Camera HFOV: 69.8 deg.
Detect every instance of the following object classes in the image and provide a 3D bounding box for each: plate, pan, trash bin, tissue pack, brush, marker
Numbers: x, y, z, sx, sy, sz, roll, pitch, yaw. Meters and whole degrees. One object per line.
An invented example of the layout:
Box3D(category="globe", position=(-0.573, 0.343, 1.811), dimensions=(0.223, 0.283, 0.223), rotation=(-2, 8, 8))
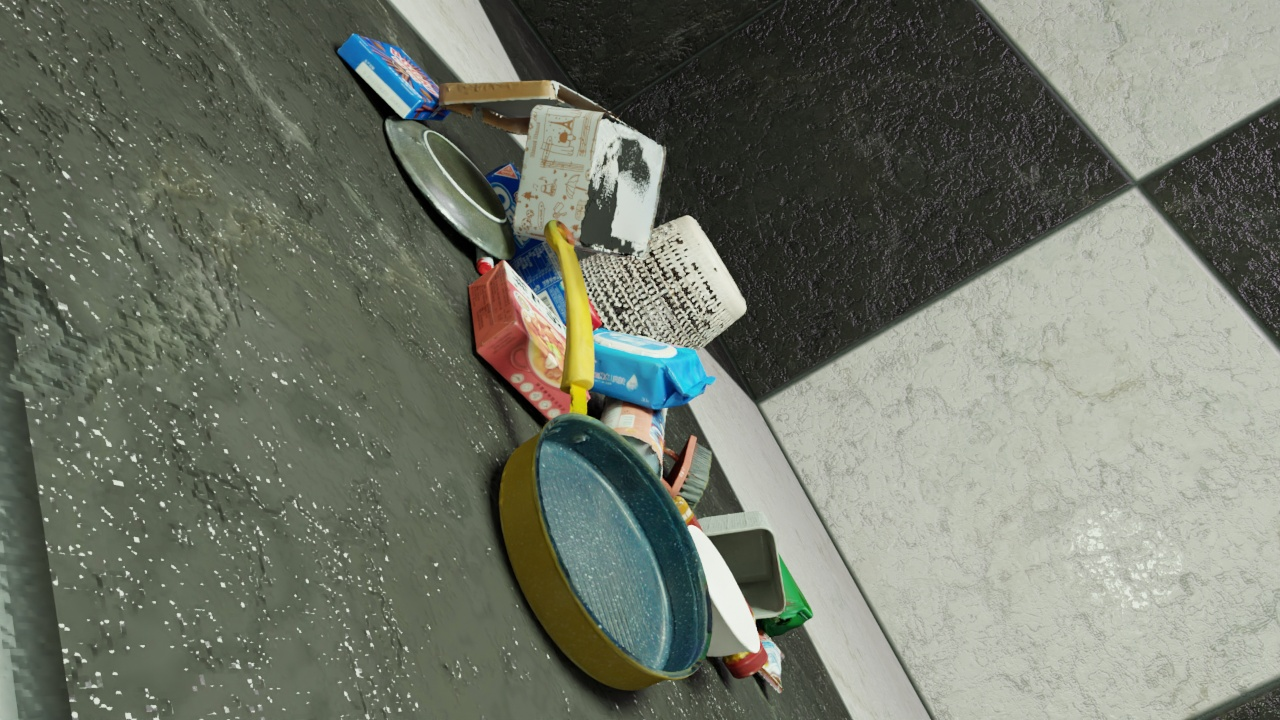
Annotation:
Box3D(category="plate", position=(-0.176, -0.174, 0.895), dimensions=(0.179, 0.024, 0.179), rotation=(49, 15, -18))
Box3D(category="pan", position=(-0.034, 0.056, 0.669), dimensions=(0.197, 0.078, 0.357), rotation=(24, 39, -58))
Box3D(category="trash bin", position=(0.023, -0.081, 1.210), dimensions=(0.227, 0.192, 0.227), rotation=(56, 9, -15))
Box3D(category="tissue pack", position=(-0.005, 0.005, 0.922), dimensions=(0.094, 0.157, 0.052), rotation=(-23, 125, -64))
Box3D(category="brush", position=(0.040, 0.129, 1.056), dimensions=(0.069, 0.063, 0.145), rotation=(28, 12, 1))
Box3D(category="marker", position=(-0.159, -0.125, 0.923), dimensions=(0.017, 0.017, 0.145), rotation=(53, 11, -34))

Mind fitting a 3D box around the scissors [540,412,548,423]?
Box3D(category="scissors", position=(-0.057, 0.094, 0.773), dimensions=(0.159, 0.014, 0.170), rotation=(57, 8, -12))

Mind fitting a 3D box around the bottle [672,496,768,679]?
Box3D(category="bottle", position=(0.060, 0.215, 0.864), dimensions=(0.175, 0.057, 0.057), rotation=(58, 9, -2))

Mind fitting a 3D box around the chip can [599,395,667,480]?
Box3D(category="chip can", position=(-0.010, 0.072, 0.913), dimensions=(0.071, 0.071, 0.214), rotation=(57, 10, -10))

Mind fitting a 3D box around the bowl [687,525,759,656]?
Box3D(category="bowl", position=(0.045, 0.208, 0.784), dimensions=(0.118, 0.065, 0.118), rotation=(57, 9, -15))

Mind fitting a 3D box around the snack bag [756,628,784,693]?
Box3D(category="snack bag", position=(0.142, 0.334, 1.024), dimensions=(0.048, 0.026, 0.104), rotation=(46, 6, 7))

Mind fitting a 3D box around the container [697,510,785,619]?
Box3D(category="container", position=(0.097, 0.208, 0.949), dimensions=(0.114, 0.090, 0.090), rotation=(-24, 105, -84))

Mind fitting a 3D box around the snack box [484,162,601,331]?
Box3D(category="snack box", position=(-0.115, -0.117, 1.004), dimensions=(0.207, 0.057, 0.058), rotation=(62, 7, 19))

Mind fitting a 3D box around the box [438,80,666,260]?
Box3D(category="box", position=(-0.099, -0.199, 0.951), dimensions=(0.182, 0.193, 0.157), rotation=(-1, 101, -67))

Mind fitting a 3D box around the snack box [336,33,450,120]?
Box3D(category="snack box", position=(-0.238, -0.279, 0.916), dimensions=(0.084, 0.026, 0.157), rotation=(45, 11, -9))

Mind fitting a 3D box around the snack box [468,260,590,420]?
Box3D(category="snack box", position=(-0.091, -0.009, 0.799), dimensions=(0.127, 0.044, 0.113), rotation=(49, 11, -34))

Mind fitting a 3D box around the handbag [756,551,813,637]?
Box3D(category="handbag", position=(0.146, 0.266, 1.111), dimensions=(0.131, 0.068, 0.120), rotation=(62, 6, 25))
